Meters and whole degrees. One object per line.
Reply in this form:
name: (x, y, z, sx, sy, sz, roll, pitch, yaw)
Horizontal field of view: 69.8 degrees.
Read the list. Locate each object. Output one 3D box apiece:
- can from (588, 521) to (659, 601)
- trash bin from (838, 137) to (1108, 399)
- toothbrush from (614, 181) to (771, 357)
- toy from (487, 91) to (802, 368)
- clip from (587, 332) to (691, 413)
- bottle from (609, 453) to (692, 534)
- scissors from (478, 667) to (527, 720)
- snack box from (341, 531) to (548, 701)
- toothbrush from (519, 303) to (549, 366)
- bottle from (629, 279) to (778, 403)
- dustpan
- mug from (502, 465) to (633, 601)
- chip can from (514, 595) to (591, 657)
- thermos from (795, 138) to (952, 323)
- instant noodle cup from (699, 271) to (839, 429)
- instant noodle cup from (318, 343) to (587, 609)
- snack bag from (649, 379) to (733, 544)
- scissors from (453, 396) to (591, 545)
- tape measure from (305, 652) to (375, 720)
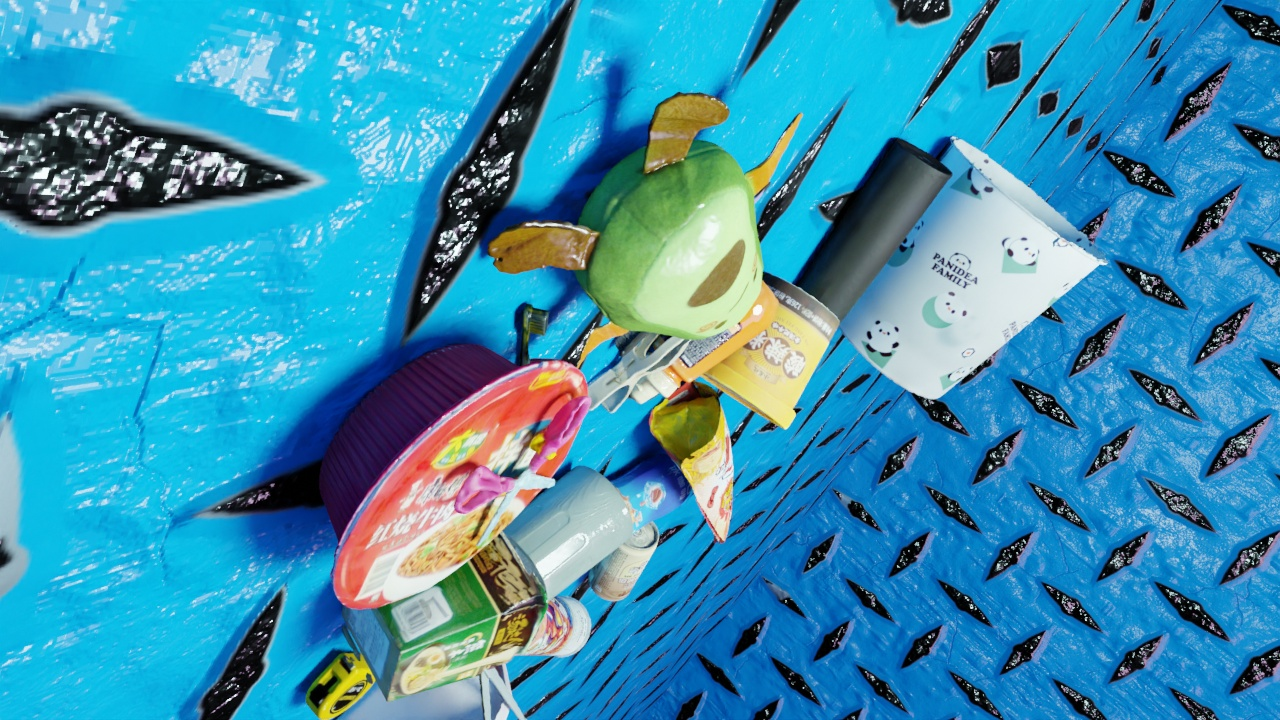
can: (-0.022, 0.243, 1.133, 0.058, 0.058, 0.117, -29, 153, -44)
trash bin: (0.386, -0.102, 1.127, 0.252, 0.229, 0.229, -53, 161, 27)
toothbrush: (0.043, -0.076, 0.736, 0.189, 0.017, 0.014, -49, 173, -7)
toy: (0.021, -0.071, 0.577, 0.227, 0.090, 0.246, -44, 158, 9)
clip: (-0.006, 0.004, 0.754, 0.100, 0.034, 0.070, -44, 163, 13)
bottle: (0.009, 0.142, 0.996, 0.218, 0.065, 0.065, -20, 146, -55)
scissors: (-0.140, 0.252, 0.801, 0.012, 0.176, 0.162, -26, -155, 14)
snack box: (-0.149, 0.175, 0.664, 0.105, 0.118, 0.118, -19, 147, -37)
toothbrush: (-0.078, 0.021, 0.648, 0.186, 0.017, 0.012, 103, -3, -55)
bottle: (0.048, -0.018, 0.789, 0.149, 0.067, 0.066, -42, 161, 4)
dustpan: (-0.205, 0.379, 0.874, 0.222, 0.139, 0.273, -45, 160, -10)
mug: (-0.079, 0.163, 0.839, 0.103, 0.083, 0.124, -34, 176, -33)
chip can: (-0.113, 0.287, 1.003, 0.071, 0.071, 0.215, -47, 160, -6)
thermos: (0.224, -0.111, 0.967, 0.089, 0.068, 0.243, -24, 150, -59)
instant noodle cup: (0.120, -0.013, 0.873, 0.114, 0.118, 0.118, -56, 161, -1)
instant noodle cup: (-0.121, 0.059, 0.555, 0.193, 0.066, 0.194, -42, 160, -20)
snack bag: (0.071, 0.105, 0.987, 0.208, 0.073, 0.128, 60, 29, -56)
scissors: (-0.076, 0.074, 0.561, 0.134, 0.017, 0.133, -55, 163, 28)
tape measure: (-0.240, 0.256, 0.732, 0.057, 0.029, 0.060, -47, 161, -7)
